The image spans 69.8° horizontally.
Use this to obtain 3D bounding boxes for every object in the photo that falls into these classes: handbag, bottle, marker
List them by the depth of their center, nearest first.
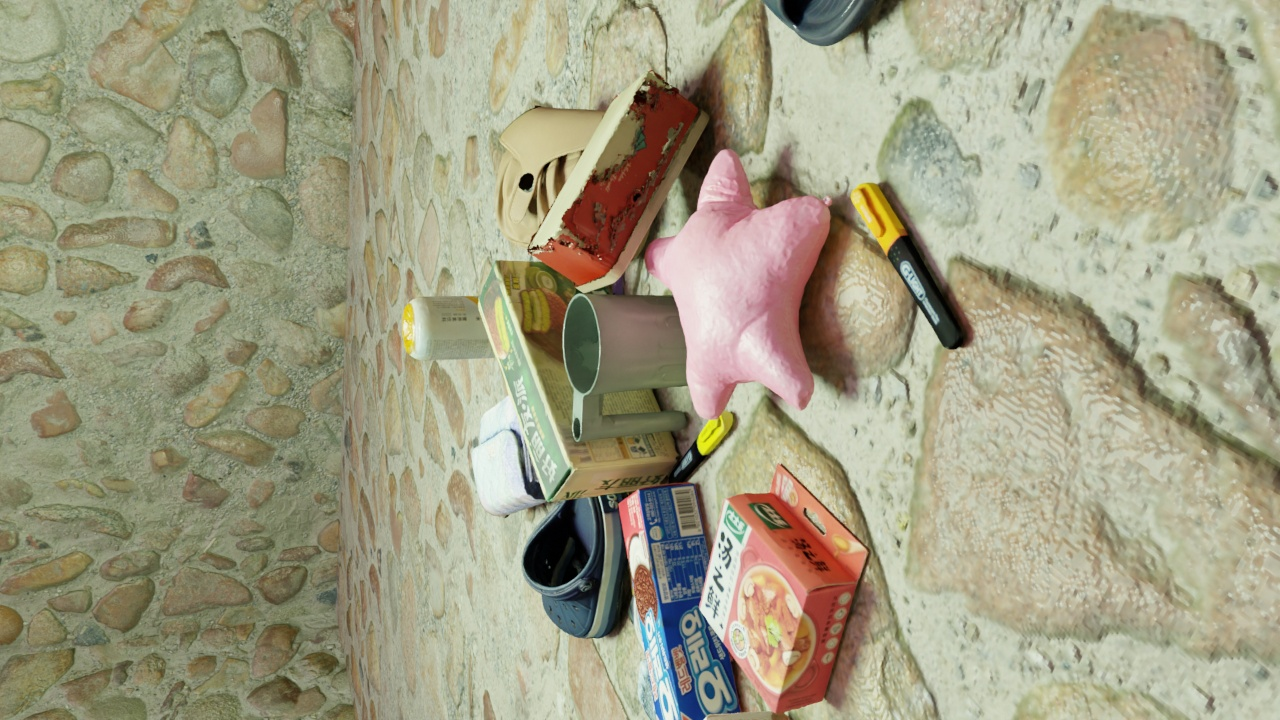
[{"bbox_3d":[0.154,-0.057,0.532,0.018,0.015,0.123,113,143,-50],"label":"marker"},{"bbox_3d":[0.047,0.077,0.771,0.124,0.015,0.018,121,143,-52],"label":"marker"},{"bbox_3d":[-0.073,-0.171,0.887,0.205,0.099,0.148,21,105,50],"label":"handbag"},{"bbox_3d":[-0.158,-0.036,0.993,0.068,0.189,0.068,10,101,64],"label":"bottle"},{"bbox_3d":[-0.152,0.117,1.129,0.194,0.075,0.134,146,118,-62],"label":"handbag"}]

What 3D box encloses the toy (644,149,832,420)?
[{"bbox_3d":[0.075,-0.049,0.639,0.179,0.074,0.194,-44,55,45],"label":"toy"}]

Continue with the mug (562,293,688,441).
[{"bbox_3d":[-0.005,0.005,0.772,0.084,0.103,0.124,-151,61,-61],"label":"mug"}]

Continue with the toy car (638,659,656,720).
[{"bbox_3d":[0.024,0.308,0.819,0.106,0.031,0.049,25,115,61],"label":"toy car"}]

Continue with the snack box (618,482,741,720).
[{"bbox_3d":[0.032,0.209,0.765,0.058,0.057,0.207,133,129,-61],"label":"snack box"}]

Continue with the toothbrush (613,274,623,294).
[{"bbox_3d":[-0.023,-0.014,0.916,0.017,0.014,0.189,-165,74,-77],"label":"toothbrush"}]

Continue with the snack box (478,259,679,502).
[{"bbox_3d":[-0.063,0.012,0.858,0.063,0.114,0.240,-57,47,42],"label":"snack box"}]

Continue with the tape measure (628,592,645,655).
[{"bbox_3d":[0.018,0.231,0.823,0.065,0.033,0.066,-118,33,-40],"label":"tape measure"}]

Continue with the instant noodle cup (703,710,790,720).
[{"bbox_3d":[0.065,0.322,0.651,0.116,0.116,0.124,53,127,51],"label":"instant noodle cup"}]

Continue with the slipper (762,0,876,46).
[{"bbox_3d":[0.077,-0.306,0.601,0.111,0.083,0.267,114,146,-47],"label":"slipper"}]

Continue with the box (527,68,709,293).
[{"bbox_3d":[-0.025,-0.148,0.742,0.168,0.079,0.091,-62,20,-15],"label":"box"}]

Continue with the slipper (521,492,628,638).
[{"bbox_3d":[-0.069,0.207,0.924,0.253,0.095,0.105,109,151,-46],"label":"slipper"}]

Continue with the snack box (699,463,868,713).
[{"bbox_3d":[0.094,0.155,0.641,0.113,0.044,0.127,-134,48,-55],"label":"snack box"}]

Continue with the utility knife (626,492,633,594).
[{"bbox_3d":[-0.006,0.191,0.899,0.031,0.018,0.151,129,129,-63],"label":"utility knife"}]
